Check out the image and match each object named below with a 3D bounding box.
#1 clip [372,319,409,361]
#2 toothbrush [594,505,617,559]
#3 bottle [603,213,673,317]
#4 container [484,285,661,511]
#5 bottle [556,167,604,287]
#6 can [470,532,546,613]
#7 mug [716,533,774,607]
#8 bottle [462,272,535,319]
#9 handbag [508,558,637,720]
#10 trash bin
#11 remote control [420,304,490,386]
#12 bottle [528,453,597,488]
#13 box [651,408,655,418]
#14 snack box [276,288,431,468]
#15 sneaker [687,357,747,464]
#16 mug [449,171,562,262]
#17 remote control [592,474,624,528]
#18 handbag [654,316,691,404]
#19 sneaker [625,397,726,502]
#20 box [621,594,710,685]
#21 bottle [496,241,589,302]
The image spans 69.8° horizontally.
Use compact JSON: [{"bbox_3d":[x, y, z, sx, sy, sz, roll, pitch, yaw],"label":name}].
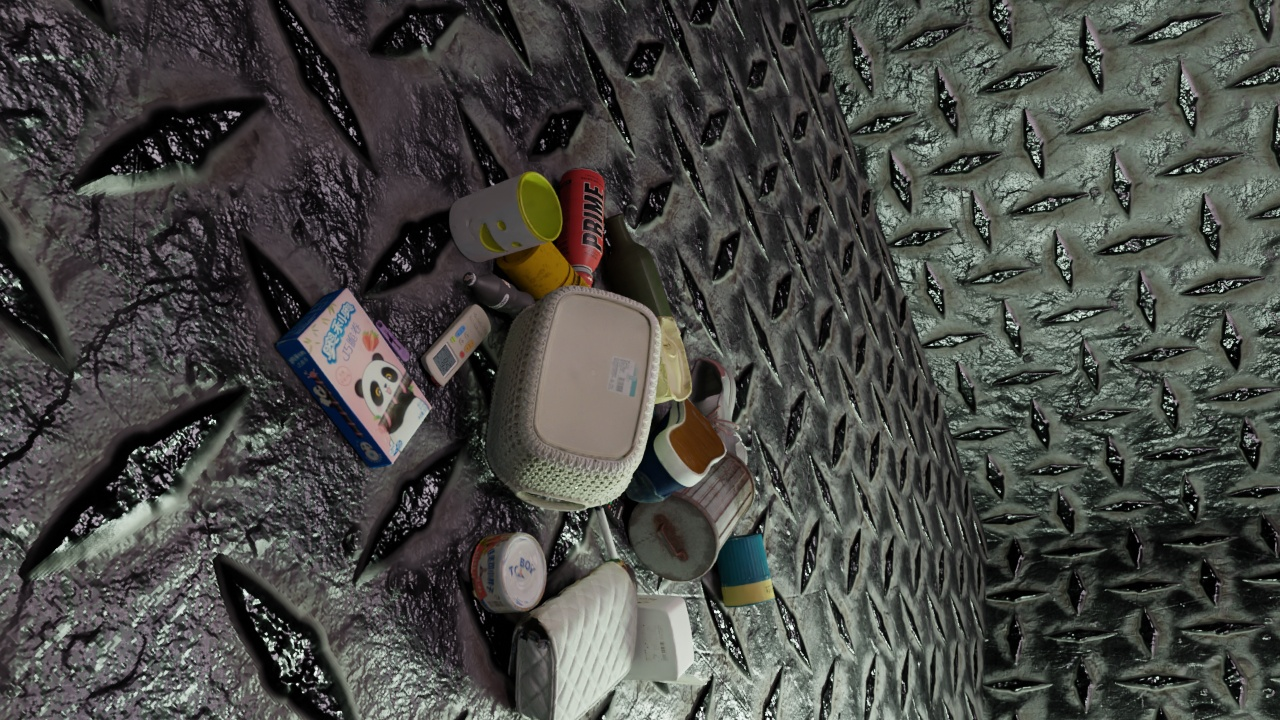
[{"bbox_3d":[-0.254,-0.018,0.922,0.051,0.033,0.013,62,33,-24],"label":"clip"},{"bbox_3d":[-0.036,0.260,1.203,0.017,0.012,0.187,-36,114,-57],"label":"toothbrush"},{"bbox_3d":[-0.006,-0.115,1.361,0.071,0.072,0.207,-41,114,-59],"label":"bottle"},{"bbox_3d":[-0.068,0.035,1.038,0.184,0.143,0.251,15,69,-15],"label":"container"},{"bbox_3d":[-0.082,-0.174,1.257,0.062,0.062,0.176,33,51,-52],"label":"bottle"},{"bbox_3d":[-0.143,0.231,1.001,0.086,0.043,0.086,32,53,-55],"label":"can"},{"bbox_3d":[0.165,0.339,1.492,0.113,0.083,0.107,79,-1,-81],"label":"mug"},{"bbox_3d":[-0.169,-0.078,1.087,0.109,0.036,0.036,29,54,-54],"label":"bottle"},{"bbox_3d":[-0.075,0.320,1.049,0.194,0.072,0.139,-16,112,-62],"label":"handbag"},{"bbox_3d":[0.076,0.218,1.315,0.210,0.131,0.131,-33,108,-62],"label":"trash bin"},{"bbox_3d":[-0.204,-0.019,1.020,0.038,0.018,0.125,63,32,-24],"label":"remote control"},{"bbox_3d":[-0.091,0.142,1.133,0.116,0.041,0.041,43,43,-46],"label":"bottle"},{"bbox_3d":[-0.051,0.050,1.251,0.226,0.040,0.094,-8,84,-63],"label":"box"},{"bbox_3d":[-0.268,0.017,0.873,0.154,0.033,0.087,61,32,-27],"label":"snack box"},{"bbox_3d":[0.110,0.100,1.461,0.089,0.099,0.235,39,39,-50],"label":"sneaker"},{"bbox_3d":[-0.157,-0.166,1.071,0.082,0.106,0.082,31,52,-52],"label":"mug"},{"bbox_3d":[-0.059,0.165,1.208,0.147,0.015,0.033,58,34,-32],"label":"remote control"},{"bbox_3d":[-0.007,0.007,1.183,0.081,0.119,0.111,-15,92,-62],"label":"handbag"},{"bbox_3d":[0.032,0.129,1.272,0.120,0.127,0.294,51,17,-1],"label":"sneaker"},{"bbox_3d":[0.021,0.379,1.172,0.101,0.112,0.189,-47,125,-52],"label":"box"},{"bbox_3d":[-0.106,-0.089,1.169,0.164,0.071,0.070,51,38,-40],"label":"bottle"}]
